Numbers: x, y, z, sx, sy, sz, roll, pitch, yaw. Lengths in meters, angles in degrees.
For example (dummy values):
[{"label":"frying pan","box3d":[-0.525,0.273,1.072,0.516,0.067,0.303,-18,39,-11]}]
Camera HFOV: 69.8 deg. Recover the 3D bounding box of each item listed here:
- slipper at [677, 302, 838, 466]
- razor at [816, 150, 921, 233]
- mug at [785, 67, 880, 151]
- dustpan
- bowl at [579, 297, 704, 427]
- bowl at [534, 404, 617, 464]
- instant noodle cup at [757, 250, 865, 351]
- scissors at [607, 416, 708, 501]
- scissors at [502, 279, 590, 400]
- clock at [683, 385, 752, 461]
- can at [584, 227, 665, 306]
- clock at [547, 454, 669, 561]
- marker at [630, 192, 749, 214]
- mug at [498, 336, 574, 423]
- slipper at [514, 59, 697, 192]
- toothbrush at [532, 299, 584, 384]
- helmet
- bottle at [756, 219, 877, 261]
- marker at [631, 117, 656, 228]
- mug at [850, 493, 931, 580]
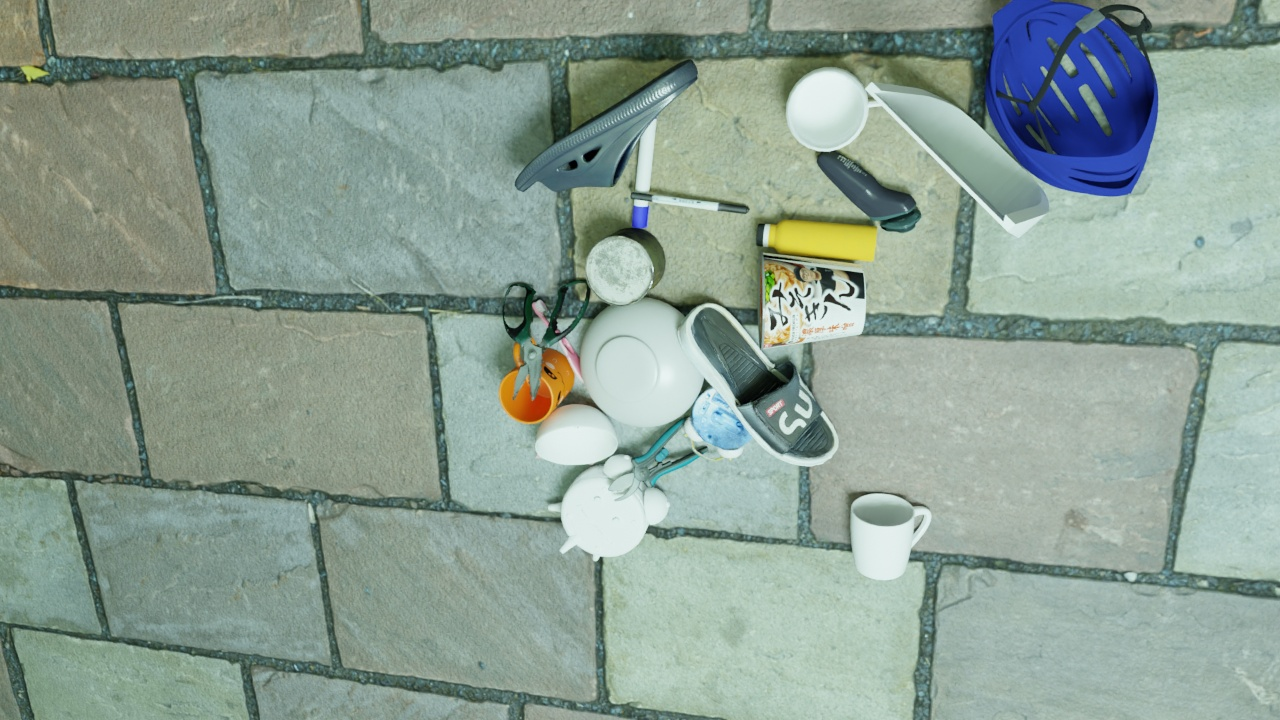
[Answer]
[{"label":"slipper","box3d":[0.158,0.030,1.169,0.264,0.111,0.063,47,146,0]},{"label":"razor","box3d":[0.272,-0.205,1.101,0.143,0.047,0.052,40,137,2]},{"label":"mug","box3d":[0.228,-0.294,1.067,0.116,0.068,0.094,-3,107,15]},{"label":"dustpan","box3d":[0.348,-0.216,0.961,0.053,0.257,0.191,-45,75,22]},{"label":"bowl","box3d":[-0.007,0.007,1.211,0.177,0.066,0.177,4,102,22]},{"label":"bowl","box3d":[-0.089,0.097,1.271,0.114,0.050,0.115,-3,148,-2]},{"label":"instant noodle cup","box3d":[0.208,-0.074,1.126,0.122,0.123,0.124,0,108,5]},{"label":"scissors","box3d":[0.027,0.137,1.261,0.126,0.019,0.154,14,90,-11]},{"label":"scissors","box3d":[-0.116,-0.032,1.199,0.137,0.209,0.015,-11,144,6]},{"label":"clock","box3d":[0.110,0.082,1.231,0.089,0.051,0.126,29,112,3]},{"label":"can","box3d":[-0.018,-0.122,1.184,0.090,0.074,0.090,4,107,13]},{"label":"clock","box3d":[-0.048,0.215,1.304,0.161,0.072,0.125,-39,95,22]},{"label":"marker","box3d":[0.063,-0.199,1.160,0.152,0.011,0.011,8,110,3]},{"label":"mug","box3d":[-0.146,0.018,1.251,0.078,0.095,0.112,-13,104,18]},{"label":"slipper","box3d":[-0.032,-0.265,1.119,0.269,0.110,0.083,-27,108,26]},{"label":"toothbrush","box3d":[-0.109,-0.025,1.269,0.016,0.021,0.135,-29,96,30]},{"label":"helmet","box3d":[0.451,-0.272,0.933,0.148,0.227,0.241,-36,90,10]},{"label":"bottle","box3d":[0.216,-0.149,1.132,0.144,0.043,0.043,6,109,12]},{"label":"marker","box3d":[0.006,-0.240,1.169,0.020,0.020,0.142,10,110,11]},{"label":"mug","box3d":[0.334,0.231,1.218,0.114,0.081,0.088,-11,114,-15]}]
